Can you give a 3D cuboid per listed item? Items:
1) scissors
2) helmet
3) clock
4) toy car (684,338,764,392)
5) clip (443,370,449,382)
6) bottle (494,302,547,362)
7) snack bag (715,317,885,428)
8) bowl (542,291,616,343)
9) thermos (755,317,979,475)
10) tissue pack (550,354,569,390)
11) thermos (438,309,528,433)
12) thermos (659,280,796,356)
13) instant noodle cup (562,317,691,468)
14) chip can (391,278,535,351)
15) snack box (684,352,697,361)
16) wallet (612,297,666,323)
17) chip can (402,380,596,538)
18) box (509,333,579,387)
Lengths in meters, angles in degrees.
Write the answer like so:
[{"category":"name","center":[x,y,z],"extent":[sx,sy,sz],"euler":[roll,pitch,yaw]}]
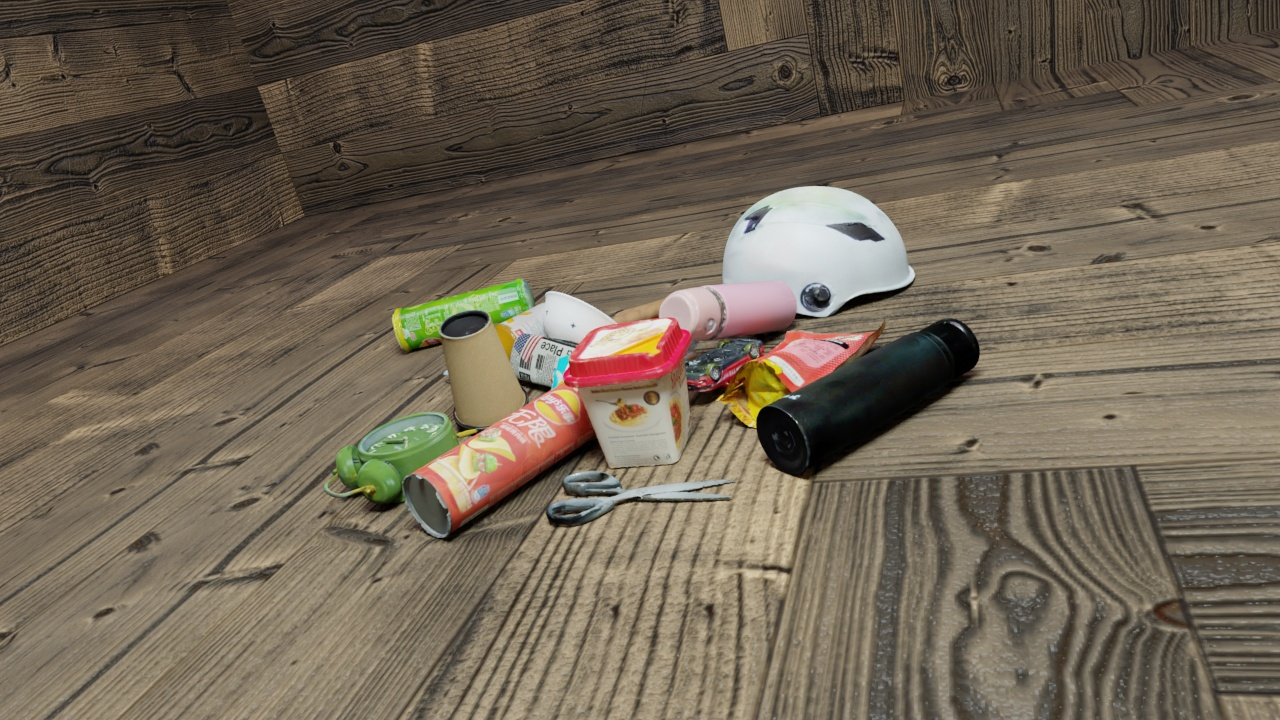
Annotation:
[{"category":"scissors","center":[-0.005,0.121,0.850],"extent":[0.164,0.014,0.163],"euler":[-22,22,-22]},{"category":"helmet","center":[0.234,-0.163,1.257],"extent":[0.259,0.146,0.228],"euler":[-3,23,26]},{"category":"clock","center":[-0.262,0.109,0.990],"extent":[0.160,0.056,0.116],"euler":[-28,23,-34]},{"category":"toy car","center":[0.092,0.009,1.036],"extent":[0.120,0.045,0.053],"euler":[-23,20,-39]},{"category":"clip","center":[-0.253,0.023,1.269],"extent":[0.026,0.038,0.058],"euler":[-29,23,-30]},{"category":"bottle","center":[-0.178,-0.021,1.264],"extent":[0.068,0.068,0.189],"euler":[7,29,45]},{"category":"snack bag","center":[0.174,0.002,0.986],"extent":[0.129,0.073,0.207],"euler":[-9,14,37]},{"category":"bowl","center":[-0.089,-0.035,1.227],"extent":[0.118,0.118,0.064],"euler":[12,70,51]},{"category":"thermos","center":[0.218,0.033,0.880],"extent":[0.242,0.068,0.090],"euler":[-23,-10,-29]},{"category":"tissue pack","center":[-0.043,0.018,1.049],"extent":[0.134,0.050,0.093],"euler":[-23,30,13]},{"category":"thermos","center":[-0.189,0.016,1.083],"extent":[0.093,0.143,0.092],"euler":[-8,33,5]},{"category":"thermos","center":[0.104,-0.050,1.104],"extent":[0.067,0.087,0.198],"euler":[34,29,34]},{"category":"instant noodle cup","center":[-0.002,0.034,0.917],"extent":[0.117,0.124,0.116],"euler":[-7,22,19]},{"category":"chip can","center":[-0.279,-0.074,1.468],"extent":[0.221,0.072,0.072],"euler":[-14,20,1]},{"category":"snack box","center":[-0.007,0.007,1.137],"extent":[0.084,0.026,0.157],"euler":[-26,23,-30]},{"category":"wallet","center":[0.013,-0.071,1.287],"extent":[0.101,0.020,0.115],"euler":[-17,9,4]},{"category":"chip can","center":[-0.131,0.094,0.923],"extent":[0.073,0.073,0.216],"euler":[6,29,43]},{"category":"box","center":[-0.110,0.003,1.169],"extent":[0.164,0.051,0.068],"euler":[15,75,46]}]
